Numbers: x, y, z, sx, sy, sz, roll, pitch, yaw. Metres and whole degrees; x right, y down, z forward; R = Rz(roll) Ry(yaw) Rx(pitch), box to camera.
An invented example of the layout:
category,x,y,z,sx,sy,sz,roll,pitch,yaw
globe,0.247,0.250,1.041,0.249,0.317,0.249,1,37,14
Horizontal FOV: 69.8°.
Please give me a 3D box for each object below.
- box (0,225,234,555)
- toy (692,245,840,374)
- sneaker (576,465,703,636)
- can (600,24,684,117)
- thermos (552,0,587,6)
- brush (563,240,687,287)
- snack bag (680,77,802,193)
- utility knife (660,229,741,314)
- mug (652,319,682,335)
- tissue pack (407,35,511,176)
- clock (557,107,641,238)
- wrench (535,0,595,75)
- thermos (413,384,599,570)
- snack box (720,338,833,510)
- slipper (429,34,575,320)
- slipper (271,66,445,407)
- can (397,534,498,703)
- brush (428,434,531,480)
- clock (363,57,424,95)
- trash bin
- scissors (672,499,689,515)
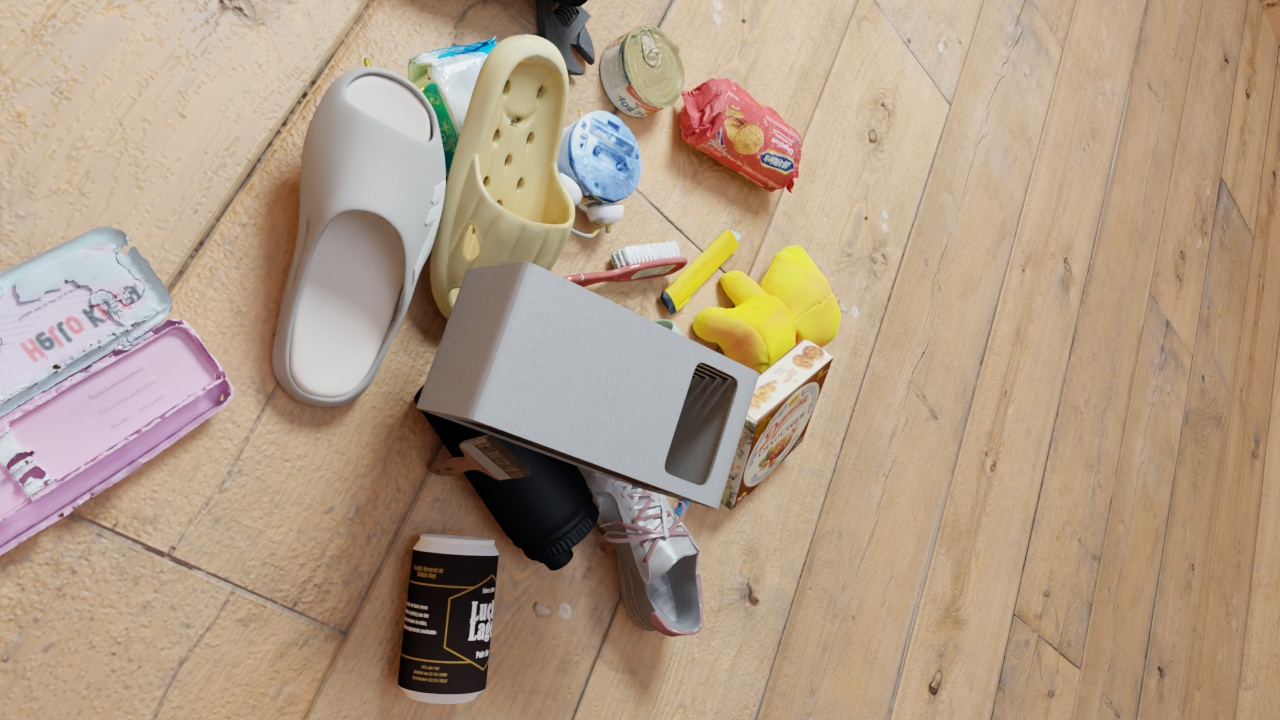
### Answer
category,x,y,z,sx,sy,sz,roll,pitch,yaw
box,-0.391,0.019,0.601,0.200,0.037,0.153,-41,110,-35
toy,0.154,-0.051,1.042,0.193,0.088,0.134,-32,103,-37
sneaker,0.009,0.166,0.891,0.099,0.090,0.236,-30,106,-31
can,0.003,-0.301,0.958,0.086,0.043,0.086,4,84,-41
thermos,-0.123,-0.380,0.817,0.220,0.098,0.098,-1,87,-29
brush,-0.024,-0.096,0.927,0.172,0.041,0.030,-14,78,-38
snack bag,0.118,-0.254,1.033,0.176,0.082,0.082,19,74,-39
utility knife,0.070,-0.102,1.019,0.158,0.017,0.030,-44,119,-33
mug,-0.005,0.005,0.886,0.084,0.104,0.111,48,59,-27
tissue pack,-0.141,-0.207,0.816,0.092,0.062,0.144,-29,104,-35
clock,-0.049,-0.182,0.899,0.088,0.052,0.125,23,72,-38
wrench,-0.116,-0.405,0.884,0.072,0.018,0.273,-38,109,-35
thermos,-0.107,0.092,0.804,0.085,0.086,0.198,-44,114,-34
snack box,0.137,0.069,0.993,0.142,0.041,0.147,-36,149,-36
slipper,-0.105,-0.133,0.764,0.111,0.079,0.262,-6,118,-42
slipper,-0.208,-0.086,0.694,0.112,0.081,0.266,15,95,-32
can,-0.158,0.211,0.760,0.071,0.072,0.128,12,79,-40
brush,-0.139,0.083,0.740,0.045,0.143,0.008,45,58,-19
clock,-0.216,-0.180,0.753,0.083,0.057,0.119,17,82,-39
trash bin,-0.037,0.024,0.725,0.228,0.115,0.114,24,79,-31
scissors,0.020,0.108,0.962,0.139,0.013,0.117,18,79,-38
